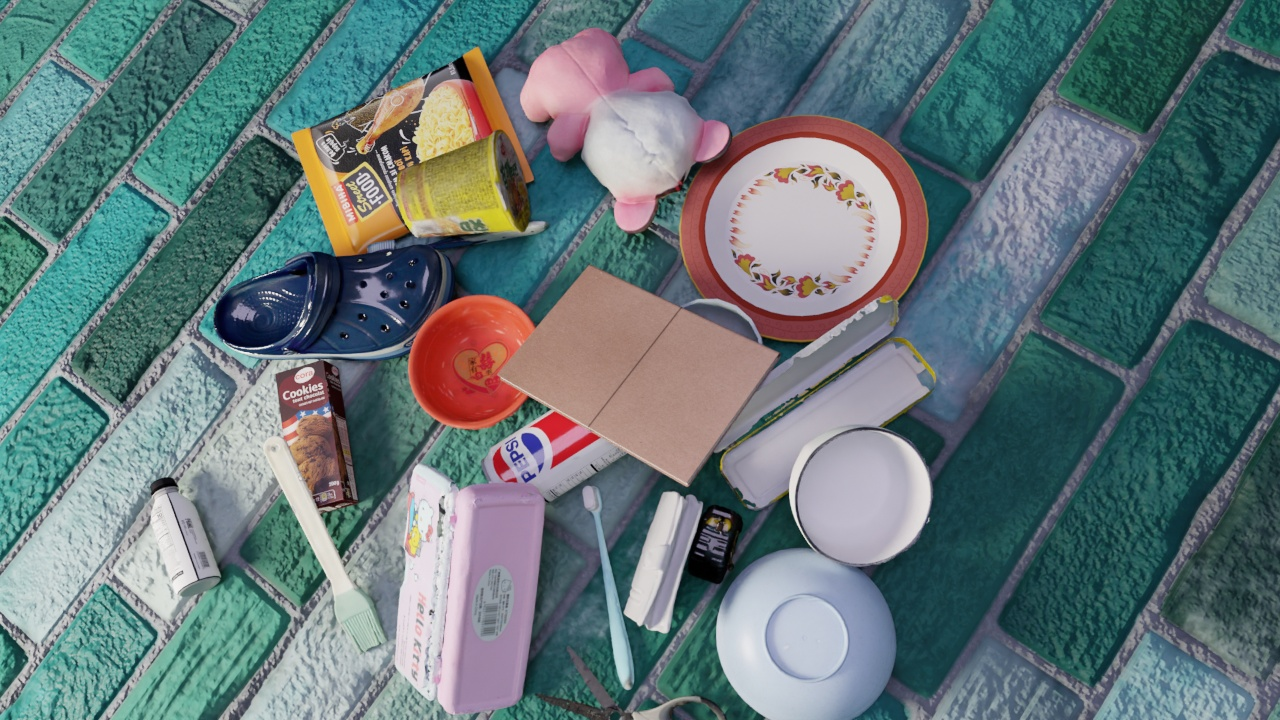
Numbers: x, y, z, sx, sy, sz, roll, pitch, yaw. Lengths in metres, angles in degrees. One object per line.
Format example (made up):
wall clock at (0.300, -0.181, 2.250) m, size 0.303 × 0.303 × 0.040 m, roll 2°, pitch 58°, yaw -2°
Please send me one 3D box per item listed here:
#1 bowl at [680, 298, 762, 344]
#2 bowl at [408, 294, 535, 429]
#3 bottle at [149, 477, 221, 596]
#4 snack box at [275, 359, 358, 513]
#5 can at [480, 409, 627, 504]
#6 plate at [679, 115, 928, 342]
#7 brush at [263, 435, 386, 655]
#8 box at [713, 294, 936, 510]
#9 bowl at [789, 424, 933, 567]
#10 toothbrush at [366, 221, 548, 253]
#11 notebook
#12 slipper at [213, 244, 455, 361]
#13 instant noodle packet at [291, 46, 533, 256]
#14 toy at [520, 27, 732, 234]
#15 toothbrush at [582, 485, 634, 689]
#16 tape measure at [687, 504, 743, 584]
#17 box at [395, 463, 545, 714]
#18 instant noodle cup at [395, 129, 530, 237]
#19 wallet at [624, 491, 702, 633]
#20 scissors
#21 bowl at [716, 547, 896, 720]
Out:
bowl at (0.065, -0.001, 0.834) m, size 0.106 × 0.039 × 0.106 m, roll -2°, pitch 84°, yaw 22°
bowl at (-0.151, 0.006, 0.874) m, size 0.130 × 0.045 × 0.130 m, roll -3°, pitch 74°, yaw 9°
bottle at (-0.443, 0.167, 0.883) m, size 0.041 × 0.041 × 0.116 m, roll -30°, pitch 72°, yaw 1°
snack box at (-0.314, 0.075, 0.891) m, size 0.051 × 0.032 × 0.140 m, roll -16°, pitch 73°, yaw 5°
can at (-0.071, 0.080, 0.827) m, size 0.132 × 0.070 × 0.070 m, roll -32°, pitch 72°, yaw 0°
plate at (0.152, -0.125, 0.869) m, size 0.230 × 0.021 × 0.229 m, roll -3°, pitch 74°, yaw 9°
brush at (-0.294, 0.167, 0.847) m, size 0.033 × 0.012 × 0.217 m, roll -27°, pitch 86°, yaw -1°
box at (0.155, 0.039, 0.795) m, size 0.210 × 0.080 × 0.084 m, roll -35°, pitch 68°, yaw 0°
bowl at (0.176, 0.106, 0.764) m, size 0.116 × 0.065 × 0.116 m, roll -1°, pitch 96°, yaw -5°
toothbrush at (-0.185, -0.124, 0.926) m, size 0.189 × 0.016 × 0.017 m, roll -9°, pitch 70°, yaw 4°
notebook at (-0.005, 0.005, 0.801) m, size 0.209 × 0.008 × 0.141 m, roll 27°, pitch 68°, yaw 27°
slipper at (-0.308, -0.054, 0.895) m, size 0.253 × 0.095 × 0.105 m, roll -9°, pitch 71°, yaw 11°
instant noodle packet at (-0.239, -0.212, 0.954) m, size 0.221 × 0.032 × 0.159 m, roll -24°, pitch 79°, yaw 3°
toy at (-0.021, -0.234, 0.898) m, size 0.142 × 0.084 × 0.213 m, roll -38°, pitch 69°, yaw -2°
toothbrush at (-0.028, 0.199, 0.816) m, size 0.016 × 0.016 × 0.180 m, roll -16°, pitch 74°, yaw 13°
tape measure at (0.066, 0.157, 0.783) m, size 0.038 × 0.067 × 0.062 m, roll 17°, pitch 78°, yaw 11°
box at (-0.153, 0.194, 0.799) m, size 0.100 × 0.103 × 0.201 m, roll 2°, pitch 101°, yaw -30°
instant noodle cup at (-0.172, -0.162, 0.887) m, size 0.108 × 0.102 × 0.102 m, roll -11°, pitch 73°, yaw 9°
wallet at (0.014, 0.169, 0.782) m, size 0.032 × 0.086 × 0.116 m, roll 19°, pitch 76°, yaw -11°
scissors at (-0.004, 0.314, 0.776) m, size 0.169 × 0.012 × 0.157 m, roll -12°, pitch 76°, yaw 3°
bowl at (0.134, 0.226, 0.748) m, size 0.151 × 0.075 × 0.150 m, roll -3°, pitch 74°, yaw 10°
